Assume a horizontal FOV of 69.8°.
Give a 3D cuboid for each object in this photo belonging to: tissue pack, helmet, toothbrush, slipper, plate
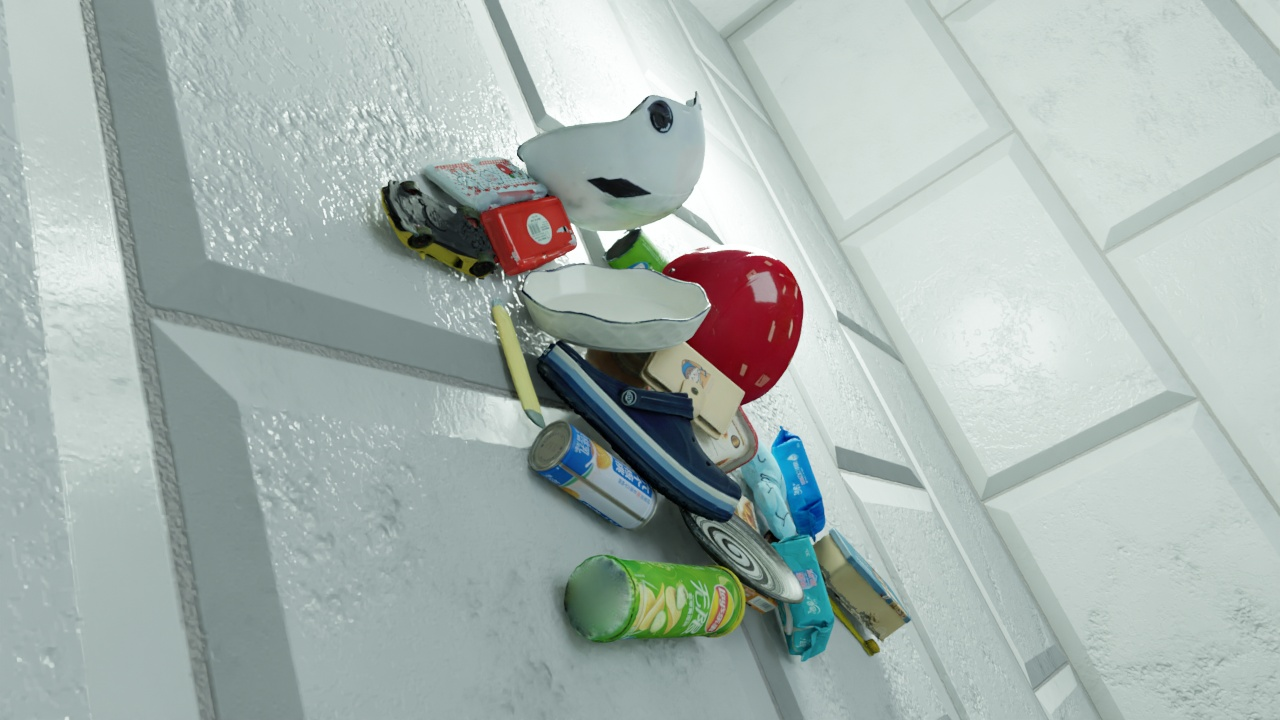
[{"bbox_3d":[0.189,0.283,1.093,0.093,0.050,0.133,88,-8,-51],"label":"tissue pack"},{"bbox_3d":[-0.026,-0.244,1.201,0.257,0.230,0.146,-26,101,-47],"label":"helmet"},{"bbox_3d":[0.139,-0.047,1.243,0.206,0.144,0.240,8,79,-40],"label":"helmet"},{"bbox_3d":[0.281,0.352,1.291,0.190,0.017,0.015,50,22,-19],"label":"toothbrush"},{"bbox_3d":[0.007,0.062,0.939,0.253,0.095,0.105,41,-6,-2],"label":"slipper"},{"bbox_3d":[-0.028,-0.059,1.003,0.204,0.205,0.046,-53,150,-67],"label":"plate"},{"bbox_3d":[0.105,0.209,1.013,0.179,0.024,0.179,38,9,-8],"label":"plate"},{"bbox_3d":[0.227,0.179,1.337,0.095,0.052,0.157,68,7,-51],"label":"tissue pack"}]

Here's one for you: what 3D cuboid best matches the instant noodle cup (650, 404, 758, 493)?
[{"bbox_3d":[0.053,0.090,1.052,0.124,0.117,0.116,-20,78,-55],"label":"instant noodle cup"}]

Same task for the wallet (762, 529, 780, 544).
[{"bbox_3d":[0.198,0.281,1.210,0.122,0.020,0.096,58,17,5],"label":"wallet"}]

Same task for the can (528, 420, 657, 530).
[{"bbox_3d":[-0.043,0.113,0.878,0.134,0.053,0.053,41,27,-36],"label":"can"}]

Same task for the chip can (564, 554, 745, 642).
[{"bbox_3d":[0.018,0.219,0.839,0.221,0.073,0.072,23,40,-54],"label":"chip can"}]

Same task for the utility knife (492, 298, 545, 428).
[{"bbox_3d":[-0.123,-0.003,0.914,0.031,0.018,0.167,34,33,-53],"label":"utility knife"}]

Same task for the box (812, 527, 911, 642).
[{"bbox_3d":[0.308,0.318,1.311,0.184,0.062,0.089,48,8,-29],"label":"box"}]

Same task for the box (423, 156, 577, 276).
[{"bbox_3d":[-0.149,-0.175,1.051,0.161,0.059,0.200,53,21,-2],"label":"box"}]

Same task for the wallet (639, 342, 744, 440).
[{"bbox_3d":[0.057,0.028,1.006,0.115,0.024,0.087,40,47,-10],"label":"wallet"}]

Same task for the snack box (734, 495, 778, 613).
[{"bbox_3d":[0.122,0.224,1.113,0.075,0.026,0.153,39,28,-37],"label":"snack box"}]

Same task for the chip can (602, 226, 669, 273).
[{"bbox_3d":[0.047,-0.086,1.311,0.236,0.072,0.072,47,24,-24],"label":"chip can"}]

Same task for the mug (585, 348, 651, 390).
[{"bbox_3d":[-0.006,0.006,1.079,0.105,0.082,0.114,-36,120,-69],"label":"mug"}]

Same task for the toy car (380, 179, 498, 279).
[{"bbox_3d":[-0.196,-0.126,0.890,0.155,0.041,0.071,22,41,-58],"label":"toy car"}]

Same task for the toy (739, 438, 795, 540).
[{"bbox_3d":[0.172,0.166,1.260,0.161,0.050,0.156,60,12,-11],"label":"toy"}]
